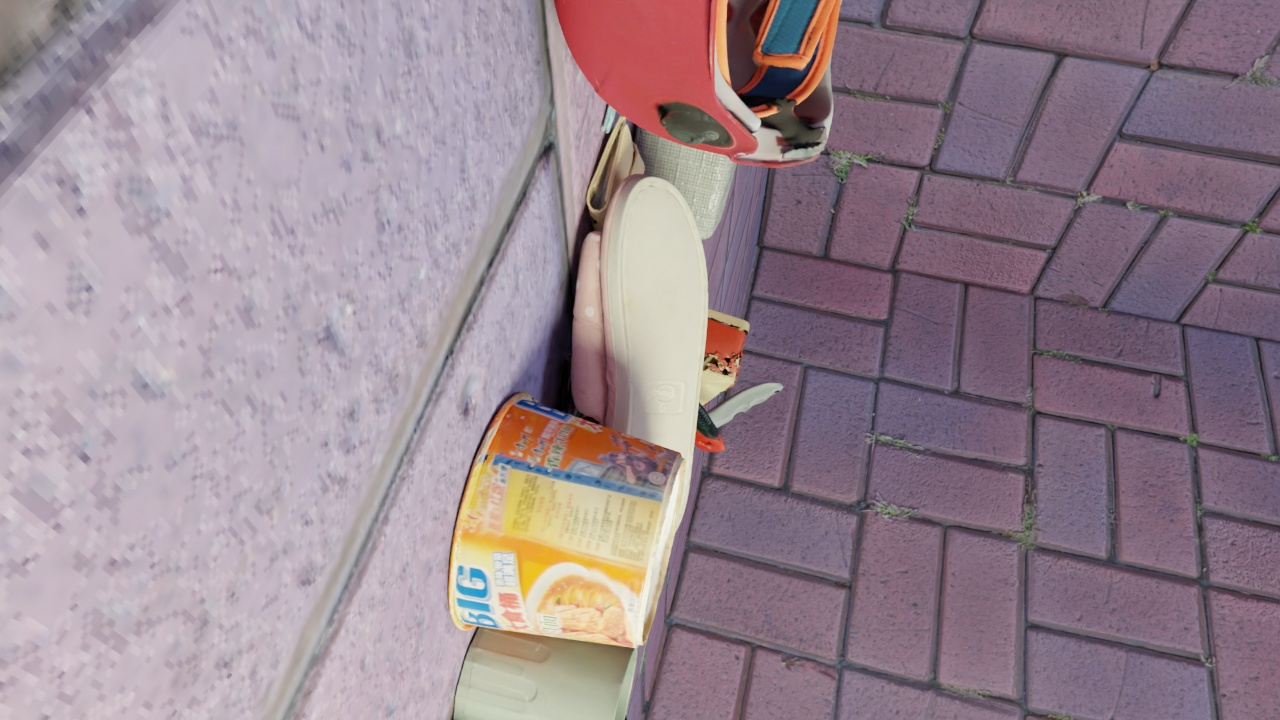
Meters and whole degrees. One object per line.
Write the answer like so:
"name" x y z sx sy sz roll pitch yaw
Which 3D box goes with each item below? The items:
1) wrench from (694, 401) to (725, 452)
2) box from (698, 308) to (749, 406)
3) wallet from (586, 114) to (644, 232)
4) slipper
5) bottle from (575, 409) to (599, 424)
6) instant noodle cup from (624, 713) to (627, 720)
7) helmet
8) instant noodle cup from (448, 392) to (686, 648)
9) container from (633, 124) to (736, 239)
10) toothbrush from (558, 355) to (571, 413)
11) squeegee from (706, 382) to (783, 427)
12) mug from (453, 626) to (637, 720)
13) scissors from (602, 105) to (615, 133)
"wrench" 0.022 0.007 0.808 0.273 0.056 0.016 61 39 -47
"box" 0.045 0.009 0.953 0.169 0.091 0.079 130 -24 -70
"wallet" -0.016 -0.126 0.705 0.115 0.024 0.087 73 29 -71
"slipper" -0.004 0.004 0.669 0.114 0.054 0.274 -7 99 -48
"bottle" -0.025 0.074 0.719 0.060 0.060 0.205 88 9 -60
"instant noodle cup" -0.058 0.275 0.753 0.120 0.111 0.111 -82 180 -65
"helmet" 0.024 -0.210 0.459 0.239 0.144 0.207 1 100 -67
"instant noodle cup" -0.038 0.104 0.569 0.151 0.111 0.151 14 89 -82
"container" 0.040 -0.173 0.795 0.090 0.090 0.114 -59 162 -65
"toothbrush" -0.062 0.079 0.715 0.015 0.018 0.181 -54 154 -63
"squeegee" 0.053 0.083 0.988 0.246 0.039 0.247 -35 165 -18
"mug" -0.066 0.230 0.591 0.123 0.103 0.084 -66 166 -51
"scissors" -0.008 -0.226 0.651 0.063 0.017 0.135 49 57 -80
